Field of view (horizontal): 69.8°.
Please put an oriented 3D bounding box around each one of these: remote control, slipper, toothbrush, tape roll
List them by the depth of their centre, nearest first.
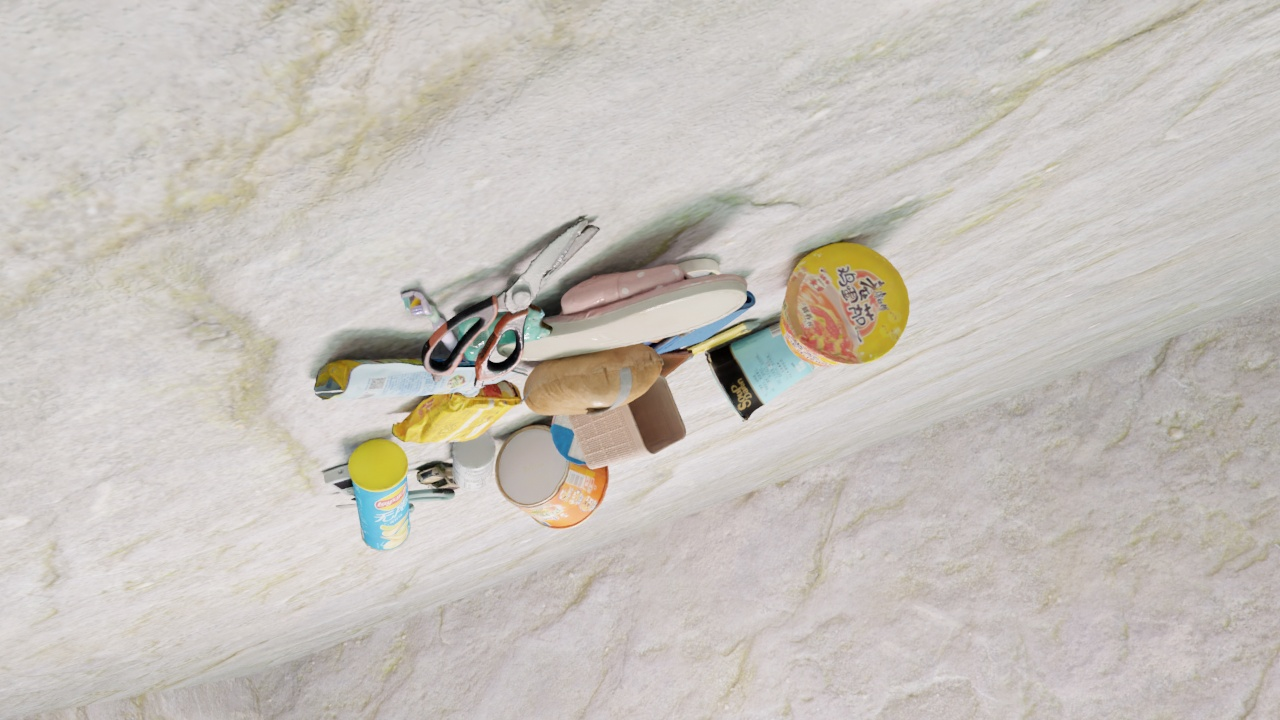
[{"bbox_3d":[-0.190,-0.026,0.873,0.021,0.029,0.189,-55,170,-12],"label":"toothbrush"},{"bbox_3d":[-0.025,-0.051,0.905,0.275,0.054,0.114,-14,164,27],"label":"slipper"},{"bbox_3d":[0.043,-0.080,0.963,0.085,0.014,0.086,-18,164,-5],"label":"tape roll"},{"bbox_3d":[-0.391,0.169,1.276,0.058,0.021,0.150,-17,164,-6],"label":"remote control"}]

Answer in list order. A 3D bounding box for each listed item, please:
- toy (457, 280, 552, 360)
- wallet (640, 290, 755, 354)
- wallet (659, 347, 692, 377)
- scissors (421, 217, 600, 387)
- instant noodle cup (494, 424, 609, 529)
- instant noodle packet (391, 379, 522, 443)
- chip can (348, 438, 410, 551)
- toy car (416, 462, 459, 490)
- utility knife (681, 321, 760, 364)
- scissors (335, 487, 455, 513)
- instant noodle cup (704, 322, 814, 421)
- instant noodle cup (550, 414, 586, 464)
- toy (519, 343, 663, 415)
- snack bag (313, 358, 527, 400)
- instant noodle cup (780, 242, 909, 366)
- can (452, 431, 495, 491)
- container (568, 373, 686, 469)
[{"bbox_3d":[-0.130,-0.038,0.866,0.092,0.030,0.097,-4,137,-1],"label":"toy"},{"bbox_3d":[0.057,-0.041,1.056,0.106,0.040,0.133,-16,170,-26],"label":"wallet"},{"bbox_3d":[-0.007,0.007,1.165,0.101,0.032,0.125,-2,157,-36],"label":"wallet"},{"bbox_3d":[-0.106,-0.045,0.823,0.207,0.015,0.193,-16,140,-2],"label":"scissors"},{"bbox_3d":[-0.135,0.164,1.343,0.151,0.151,0.111,-23,155,14],"label":"instant noodle cup"},{"bbox_3d":[-0.215,0.061,1.082,0.110,0.044,0.129,7,148,-46],"label":"instant noodle packet"},{"bbox_3d":[-0.342,0.183,1.216,0.071,0.071,0.211,-13,151,-20],"label":"chip can"},{"bbox_3d":[-0.299,0.176,1.378,0.042,0.035,0.090,-24,161,14],"label":"toy car"},{"bbox_3d":[0.058,-0.007,1.225,0.220,0.022,0.031,-21,158,23],"label":"utility knife"},{"bbox_3d":[-0.350,0.209,1.363,0.180,0.019,0.170,-10,163,13],"label":"scissors"},{"bbox_3d":[0.165,0.008,1.240,0.120,0.111,0.111,-30,162,10],"label":"instant noodle cup"},{"bbox_3d":[-0.060,0.094,1.293,0.099,0.099,0.109,-24,171,17],"label":"instant noodle cup"},{"bbox_3d":[-0.072,0.027,1.060,0.143,0.082,0.226,-6,175,-26],"label":"toy"},{"bbox_3d":[-0.219,0.019,0.924,0.190,0.038,0.111,0,160,-40],"label":"snack bag"},{"bbox_3d":[0.224,-0.055,1.055,0.138,0.138,0.110,-17,172,-6],"label":"instant noodle cup"},{"bbox_3d":[-0.236,0.143,1.297,0.058,0.058,0.147,-14,163,-16],"label":"can"},{"bbox_3d":[-0.020,0.081,1.163,0.111,0.090,0.089,-23,179,39],"label":"container"}]
